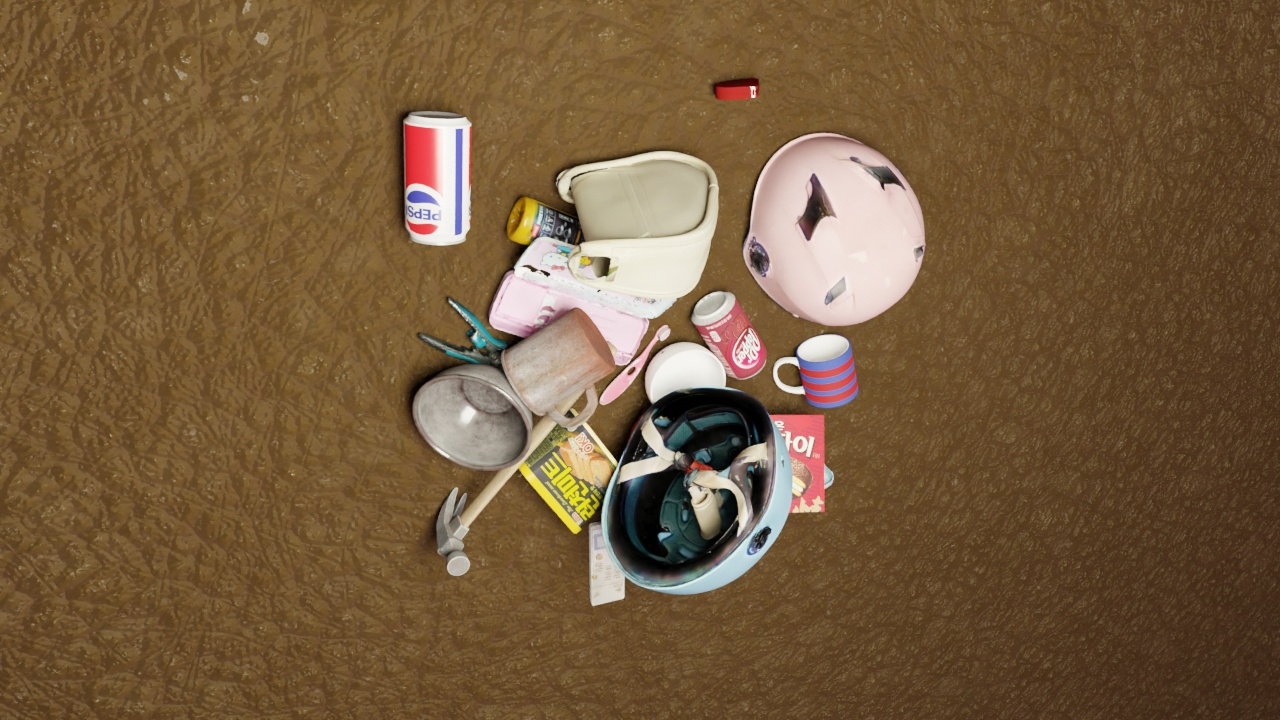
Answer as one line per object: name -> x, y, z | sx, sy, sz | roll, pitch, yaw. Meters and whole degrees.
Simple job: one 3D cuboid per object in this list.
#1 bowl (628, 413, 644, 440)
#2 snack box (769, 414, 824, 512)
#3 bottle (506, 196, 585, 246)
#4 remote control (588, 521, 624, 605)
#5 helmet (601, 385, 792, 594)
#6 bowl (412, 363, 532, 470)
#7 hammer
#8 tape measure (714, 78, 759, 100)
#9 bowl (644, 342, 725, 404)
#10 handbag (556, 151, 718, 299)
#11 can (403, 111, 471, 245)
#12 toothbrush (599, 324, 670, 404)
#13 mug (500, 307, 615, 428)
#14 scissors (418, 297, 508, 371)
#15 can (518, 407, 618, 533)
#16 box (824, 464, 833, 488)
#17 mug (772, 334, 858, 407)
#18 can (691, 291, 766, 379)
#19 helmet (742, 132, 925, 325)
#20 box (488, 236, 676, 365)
bowl -> 0.045, 0.116, 1.257 | 0.121, 0.035, 0.122 | -9, 115, -20
snack box -> 0.174, 0.141, 1.262 | 0.152, 0.036, 0.132 | 1, 88, -11
bottle -> -0.065, -0.137, 1.089 | 0.186, 0.053, 0.053 | 18, 104, -29
remote control -> -0.047, 0.287, 1.306 | 0.050, 0.011, 0.136 | -8, 115, -20
helmet -> 0.081, 0.174, 1.131 | 0.265, 0.226, 0.167 | -57, 137, -16
bowl -> -0.191, 0.056, 1.093 | 0.145, 0.067, 0.145 | 7, 128, 9
hammer -> -0.142, 0.106, 1.121 | 0.030, 0.119, 0.331 | 36, 95, -31
tape measure -> 0.115, -0.321, 1.091 | 0.051, 0.058, 0.019 | -1, 116, 10
bowl -> 0.055, 0.024, 1.209 | 0.104, 0.054, 0.105 | -7, 115, -16
handbag -> -0.002, -0.136, 1.029 | 0.184, 0.228, 0.132 | 2, 124, -12
can -> -0.218, -0.196, 0.987 | 0.070, 0.070, 0.132 | -4, 113, -22
toothbrush -> -0.007, 0.007, 1.198 | 0.021, 0.016, 0.135 | 39, 93, -31
mug -> -0.087, 0.014, 1.066 | 0.110, 0.096, 0.123 | -32, 83, 16
scissors -> -0.199, -0.019, 1.103 | 0.120, 0.019, 0.150 | -19, 120, -16
can -> -0.088, 0.142, 1.191 | 0.101, 0.072, 0.131 | -39, 121, -7
box -> 0.164, 0.178, 1.295 | 0.214, 0.092, 0.090 | -29, 140, -10
mug -> 0.244, 0.018, 1.286 | 0.112, 0.074, 0.076 | -11, 119, 11
can -> 0.118, -0.033, 1.207 | 0.063, 0.063, 0.114 | -38, 121, -4
helmet -> 0.257, -0.159, 1.169 | 0.230, 0.152, 0.255 | -25, 113, -8
box -> -0.068, -0.074, 1.109 | 0.201, 0.058, 0.156 | 17, 124, -29
